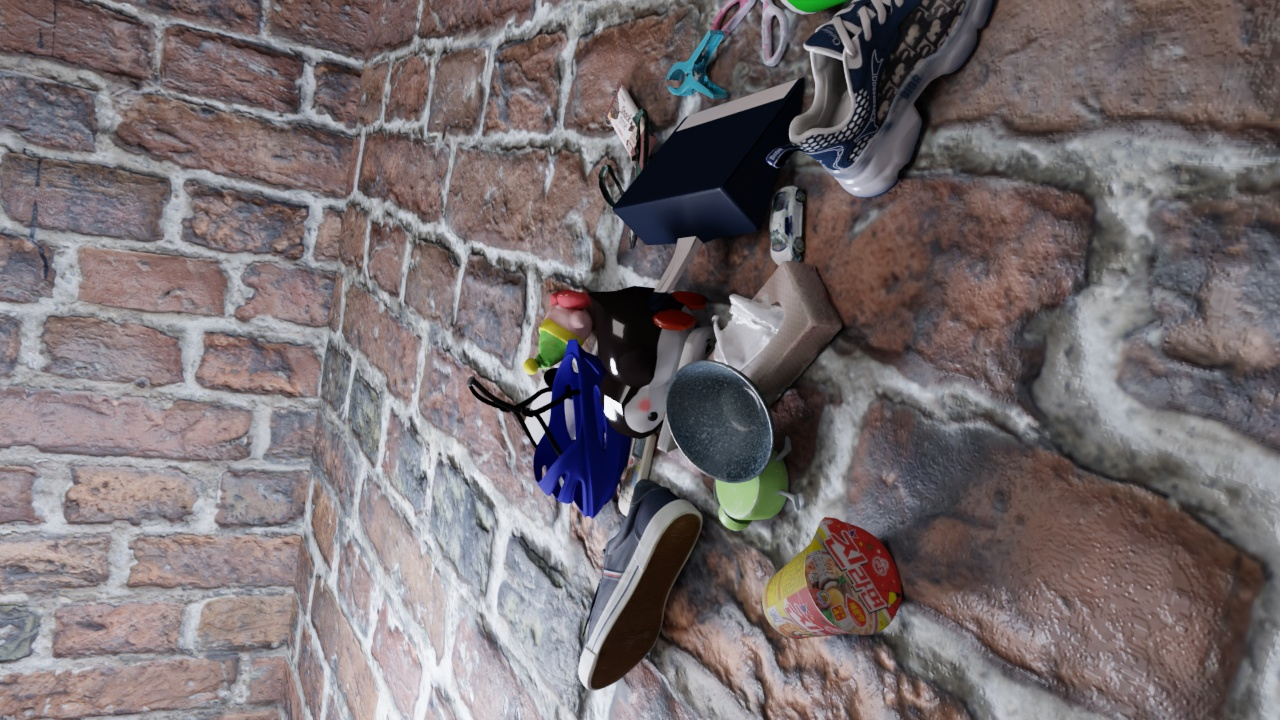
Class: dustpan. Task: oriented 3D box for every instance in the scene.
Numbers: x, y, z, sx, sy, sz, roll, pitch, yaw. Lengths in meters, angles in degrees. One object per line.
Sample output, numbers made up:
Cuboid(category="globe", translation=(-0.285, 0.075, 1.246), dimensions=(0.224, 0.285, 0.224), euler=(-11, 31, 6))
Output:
Cuboid(category="dustpan", translation=(0.068, -0.187, 1.081), dimensions=(0.272, 0.080, 0.237), euler=(-54, 26, -17))

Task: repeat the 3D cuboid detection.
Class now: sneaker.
Cuboid(category="sneaker", translation=(0.210, -0.286, 0.826), dimensions=(0.103, 0.132, 0.270), euler=(53, 129, 50))
Cuboid(category="sneaker", translation=(-0.023, 0.277, 1.160), dimensions=(0.127, 0.120, 0.295), euler=(36, 114, 41))

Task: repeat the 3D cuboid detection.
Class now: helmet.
Cuboid(category="helmet", translation=(-0.122, 0.090, 1.230), dimensions=(0.148, 0.227, 0.241), euler=(180, 94, -68))

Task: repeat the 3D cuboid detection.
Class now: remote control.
Cuboid(category="remote control", translation=(-0.005, 0.148, 1.228), dimensions=(0.038, 0.018, 0.126), euler=(30, 110, 56))
Cuboid(category="remote control", translation=(0.061, 0.033, 1.088), dimensions=(0.019, 0.074, 0.151), euler=(21, 107, 24))

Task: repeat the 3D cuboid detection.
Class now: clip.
Cuboid(category="clip", translation=(0.069, -0.371, 1.163), dimensions=(0.116, 0.026, 0.097), euler=(9, 101, 63))

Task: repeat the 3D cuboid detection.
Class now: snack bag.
Cuboid(category="snack bag", translation=(-0.015, -0.332, 1.298), dimensions=(0.057, 0.013, 0.157), euler=(-58, 40, 34))

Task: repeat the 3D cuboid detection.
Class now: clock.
Cuboid(category="clock", translation=(0.117, 0.134, 1.006), dimensions=(0.120, 0.042, 0.094), euler=(-33, 57, 53))

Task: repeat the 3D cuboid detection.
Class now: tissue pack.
Cuboid(category="tissue pack", translation=(0.128, -0.019, 0.992), dimensions=(0.182, 0.071, 0.103), euler=(-56, 42, 44))

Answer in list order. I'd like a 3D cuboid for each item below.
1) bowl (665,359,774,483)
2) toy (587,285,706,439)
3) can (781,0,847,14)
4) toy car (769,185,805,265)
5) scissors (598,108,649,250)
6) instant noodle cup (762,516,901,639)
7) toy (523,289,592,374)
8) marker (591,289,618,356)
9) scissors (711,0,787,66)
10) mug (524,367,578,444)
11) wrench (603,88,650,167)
Cuboid(category="bowl", translation=(0.096, 0.055, 0.964), dimensions=(0.137, 0.057, 0.137), euler=(19, 121, 35))
Cuboid(category="toy", translation=(-0.007, 0.007, 1.139), dimensions=(0.158, 0.140, 0.184), euler=(-55, -24, -62))
Cuboid(category="can", translation=(0.198, -0.401, 0.907), dimensions=(0.140, 0.087, 0.088), euler=(9, 93, 59))
Cuboid(category="toy car", translation=(0.157, -0.145, 0.995), dimensions=(0.039, 0.027, 0.089), euler=(-4, 82, 57))
Cuboid(category="scissors", translation=(-0.022, -0.260, 1.289), dimensions=(0.205, 0.015, 0.202), euler=(-133, 43, -57))
Cuboid(category="instant noodle cup", translation=(0.171, 0.220, 0.864), dimensions=(0.113, 0.100, 0.100), euler=(128, 136, -54))
Cuboid(category="toy", translation=(-0.128, -0.041, 1.381), dimensions=(0.124, 0.096, 0.131), euler=(7, 90, 62))
Cuboid(category="marker", translation=(-0.056, -0.039, 1.346), dimensions=(0.011, 0.011, 0.152), euler=(57, 132, 46))
Cuboid(category="scissors", translation=(0.139, -0.413, 1.079), dimensions=(0.171, 0.013, 0.176), euler=(-35, 55, 49))
Cuboid(category="mug", translation=(-0.111, 0.082, 1.369), dimensions=(0.112, 0.078, 0.097), euler=(38, 122, 22))
Cuboid(category="wrench", translation=(-0.005, -0.295, 1.301), dimensions=(0.070, 0.010, 0.273), euler=(-58, 40, 37))
